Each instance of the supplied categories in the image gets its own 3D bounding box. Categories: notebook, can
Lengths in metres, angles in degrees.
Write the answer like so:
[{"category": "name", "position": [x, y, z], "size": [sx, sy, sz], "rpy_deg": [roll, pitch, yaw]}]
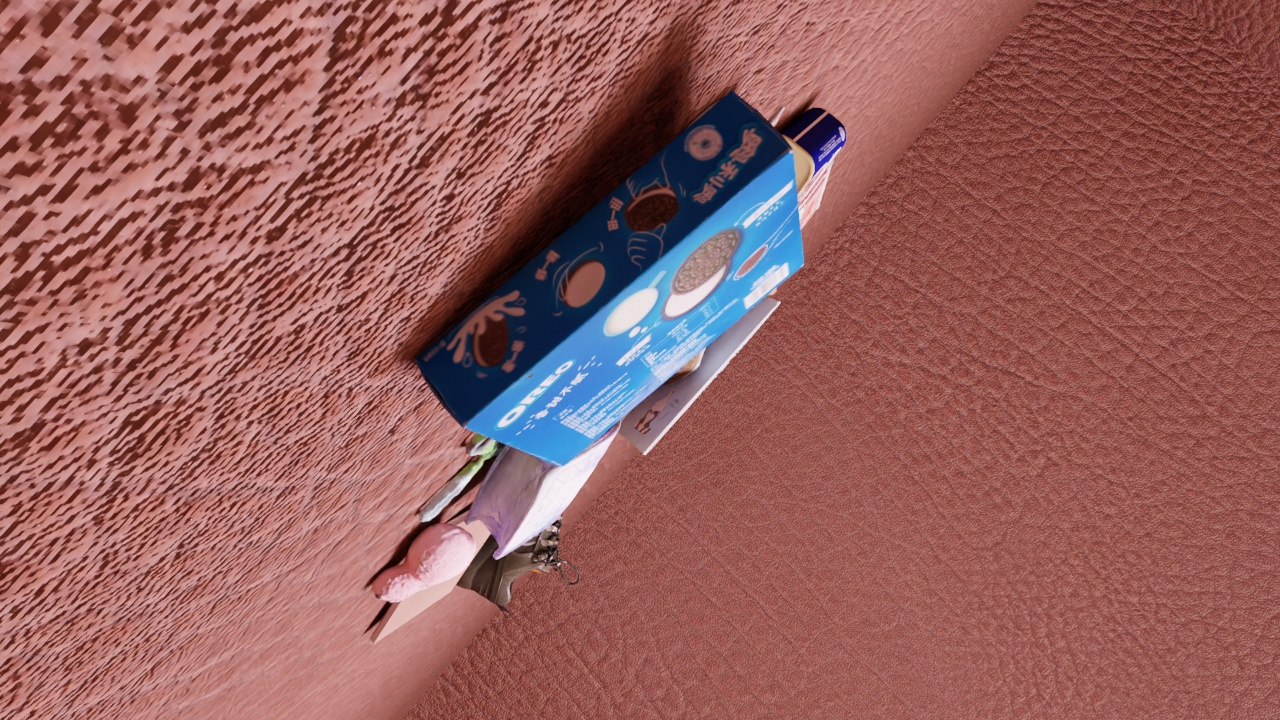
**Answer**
[{"category": "notebook", "position": [0.053, -0.001, 1.200], "size": [0.253, 0.009, 0.181], "rpy_deg": [-48, -153, -5]}, {"category": "notebook", "position": [-0.225, 0.234, 1.068], "size": [0.210, 0.008, 0.141], "rpy_deg": [-55, 165, 29]}, {"category": "can", "position": [0.152, -0.195, 0.941], "size": [0.092, 0.056, 0.117], "rpy_deg": [-44, 172, -41]}]

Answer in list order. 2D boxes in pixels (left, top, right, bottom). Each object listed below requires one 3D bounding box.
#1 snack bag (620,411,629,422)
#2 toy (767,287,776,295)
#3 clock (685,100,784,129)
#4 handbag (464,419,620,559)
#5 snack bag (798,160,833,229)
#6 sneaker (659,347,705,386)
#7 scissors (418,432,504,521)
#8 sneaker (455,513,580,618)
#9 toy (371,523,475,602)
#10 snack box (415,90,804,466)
[{"category": "snack bag", "position": [-0.006, 0.006, 1.042], "size": [0.096, 0.058, 0.206], "rpy_deg": [-43, 169, -46]}, {"category": "toy", "position": [0.130, -0.124, 1.118], "size": [0.106, 0.085, 0.074], "rpy_deg": [58, 52, -74]}, {"category": "clock", "position": [0.048, -0.119, 0.683], "size": [0.103, 0.061, 0.157], "rpy_deg": [-43, 169, -36]}, {"category": "handbag", "position": [-0.097, 0.112, 0.915], "size": [0.126, 0.069, 0.159], "rpy_deg": [-26, 154, -49]}, {"category": "snack bag", "position": [0.186, -0.189, 1.111], "size": [0.224, 0.041, 0.078], "rpy_deg": [-51, 158, -55]}, {"category": "sneaker", "position": [0.055, -0.058, 1.101], "size": [0.236, 0.087, 0.079], "rpy_deg": [-50, -152, 43]}, {"category": "scissors", "position": [-0.144, 0.085, 0.842], "size": [0.172, 0.023, 0.171], "rpy_deg": [-54, 172, -4]}, {"category": "sneaker", "position": [-0.128, 0.234, 1.201], "size": [0.237, 0.143, 0.101], "rpy_deg": [-48, 173, -8]}, {"category": "toy", "position": [-0.211, 0.200, 0.896], "size": [0.105, 0.053, 0.108], "rpy_deg": [-36, 171, -11]}, {"category": "snack box", "position": [-0.004, -0.034, 0.588], "size": [0.239, 0.056, 0.195], "rpy_deg": [-40, 163, 1]}]
